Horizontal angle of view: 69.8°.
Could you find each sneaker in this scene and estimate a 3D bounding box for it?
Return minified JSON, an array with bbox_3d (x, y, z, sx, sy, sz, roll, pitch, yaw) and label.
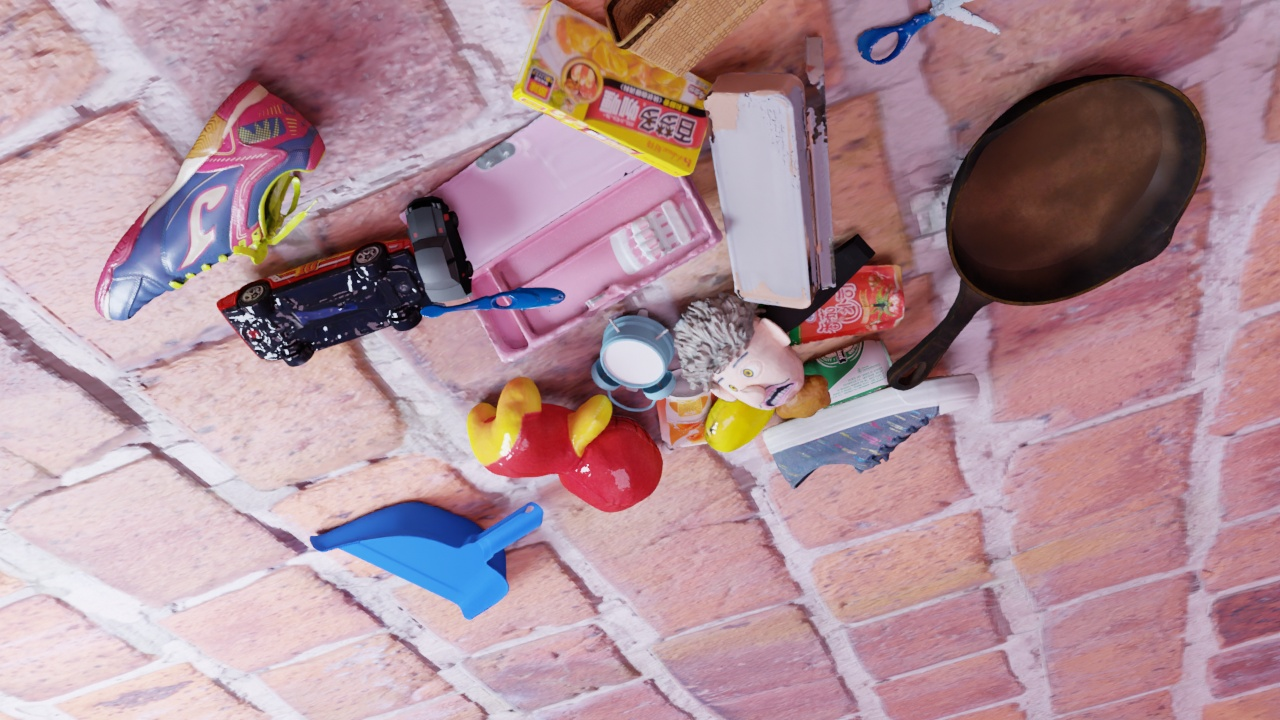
[{"bbox_3d":[-0.339,-0.102,0.723,0.091,0.116,0.242,38,114,-25],"label":"sneaker"},{"bbox_3d":[0.254,0.077,0.995,0.236,0.079,0.087,-19,170,18],"label":"sneaker"}]

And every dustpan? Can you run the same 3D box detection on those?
[{"bbox_3d":[-0.220,0.223,1.106,0.258,0.059,0.245,-34,130,22],"label":"dustpan"}]

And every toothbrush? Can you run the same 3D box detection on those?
[{"bbox_3d":[-0.129,-0.050,0.802,0.132,0.016,0.021,-6,110,10],"label":"toothbrush"}]

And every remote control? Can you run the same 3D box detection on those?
[{"bbox_3d":[0.167,-0.070,0.874,0.039,0.010,0.125,44,114,-12],"label":"remote control"}]

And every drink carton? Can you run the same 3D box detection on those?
[{"bbox_3d":[0.052,0.061,1.005,0.069,0.038,0.122,-9,141,0],"label":"drink carton"}]

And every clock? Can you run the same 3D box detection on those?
[{"bbox_3d":[-0.006,0.006,0.927,0.087,0.041,0.123,11,133,6],"label":"clock"}]

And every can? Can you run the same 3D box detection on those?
[{"bbox_3d":[0.213,0.016,0.964,0.101,0.053,0.053,-22,134,13],"label":"can"}]

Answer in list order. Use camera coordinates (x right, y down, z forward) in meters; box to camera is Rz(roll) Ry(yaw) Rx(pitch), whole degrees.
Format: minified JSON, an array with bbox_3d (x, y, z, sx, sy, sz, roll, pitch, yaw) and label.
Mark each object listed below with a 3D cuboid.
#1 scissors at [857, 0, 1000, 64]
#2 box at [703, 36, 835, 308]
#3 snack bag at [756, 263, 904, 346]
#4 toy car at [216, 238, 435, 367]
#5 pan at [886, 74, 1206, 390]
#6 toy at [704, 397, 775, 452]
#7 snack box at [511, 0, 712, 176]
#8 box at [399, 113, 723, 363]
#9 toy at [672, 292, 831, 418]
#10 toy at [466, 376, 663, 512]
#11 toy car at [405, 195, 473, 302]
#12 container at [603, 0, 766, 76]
[{"bbox_3d":[0.228,-0.268,0.717,0.132,0.015,0.110,10,129,-23],"label":"scissors"},{"bbox_3d":[0.113,-0.145,0.764,0.107,0.094,0.216,-11,134,5],"label":"box"},{"bbox_3d":[0.179,-0.056,0.906,0.155,0.044,0.087,-6,123,6],"label":"snack bag"},{"bbox_3d":[-0.276,-0.054,0.823,0.189,0.056,0.082,-16,136,7],"label":"toy car"},{"bbox_3d":[0.345,-0.107,0.852,0.248,0.043,0.357,19,124,-25],"label":"pan"},{"bbox_3d":[0.109,0.060,0.990,0.094,0.041,0.096,-20,140,-32],"label":"toy"},{"bbox_3d":[-0.016,-0.205,0.702,0.152,0.025,0.075,20,86,-26],"label":"snack box"},{"bbox_3d":[-0.068,-0.119,0.799,0.233,0.059,0.179,-27,108,19],"label":"box"},{"bbox_3d":[0.108,0.008,0.895,0.176,0.076,0.133,30,144,-9],"label":"toy"},{"bbox_3d":[-0.071,0.096,0.970,0.216,0.098,0.148,24,152,-27],"label":"toy"},{"bbox_3d":[-0.173,-0.092,0.778,0.042,0.036,0.092,-8,112,14],"label":"toy car"},{"bbox_3d":[0.036,-0.262,0.661,0.114,0.063,0.061,-37,136,25],"label":"container"}]
